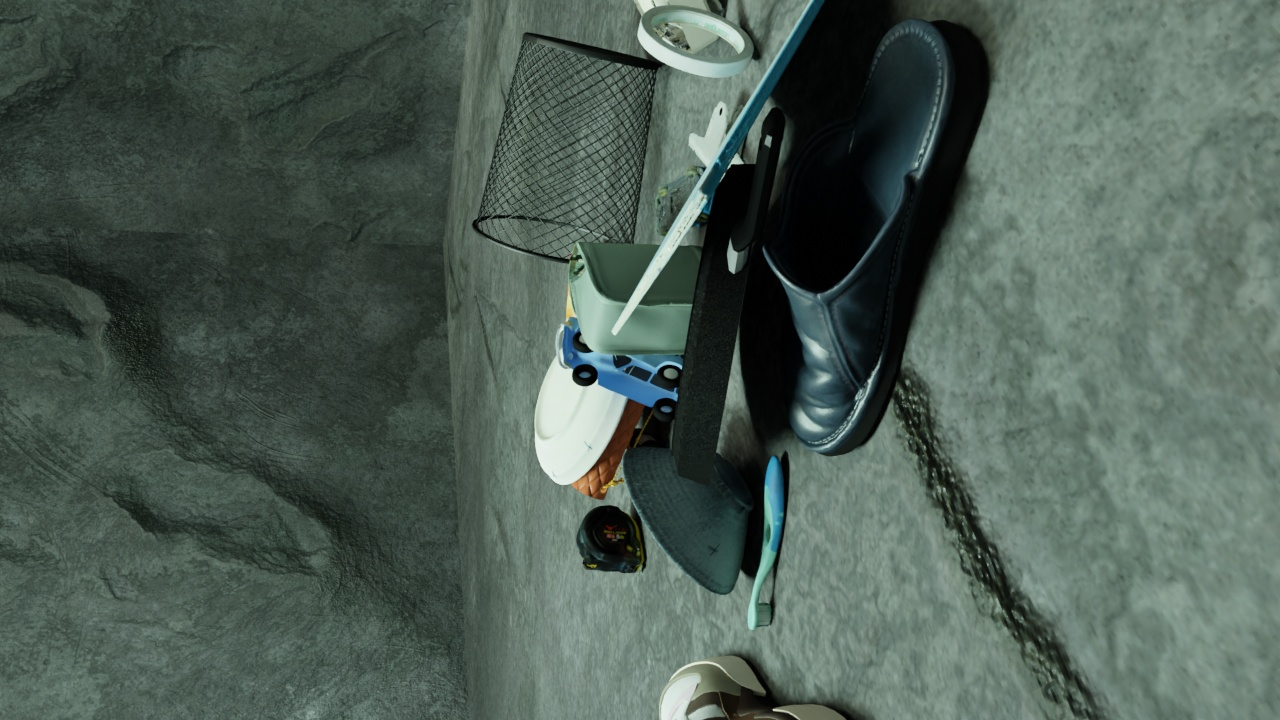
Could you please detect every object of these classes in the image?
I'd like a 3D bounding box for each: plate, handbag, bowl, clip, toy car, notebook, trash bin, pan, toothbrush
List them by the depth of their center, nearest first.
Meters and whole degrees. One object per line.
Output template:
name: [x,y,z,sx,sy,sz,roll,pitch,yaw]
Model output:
notebook: [0.062,-0.147,0.582,0.252,0.009,0.181,-60,3,-25]
pan: [0.054,-0.049,0.584,0.357,0.034,0.225,86,-165,-69]
toothbrush: [0.096,0.136,0.681,0.022,0.017,0.135,-148,62,-71]
bowl: [0.051,0.109,0.718,0.057,0.137,0.137,-39,37,15]
clip: [0.061,-0.183,0.758,0.101,0.052,0.060,-115,18,-54]
handbag: [0.006,-0.057,0.801,0.106,0.121,0.067,-110,25,-44]
toy car: [-0.005,0.005,0.826,0.054,0.153,0.056,-52,-23,-41]
toy car: [0.043,-0.141,0.830,0.105,0.032,0.048,164,107,-67]
plate: [-0.066,0.034,0.930,0.183,0.034,0.182,-45,33,40]
handbag: [-0.022,0.048,0.937,0.172,0.060,0.109,-66,20,3]
trash bin: [-0.073,-0.230,0.992,0.184,0.184,0.210,-125,44,-62]

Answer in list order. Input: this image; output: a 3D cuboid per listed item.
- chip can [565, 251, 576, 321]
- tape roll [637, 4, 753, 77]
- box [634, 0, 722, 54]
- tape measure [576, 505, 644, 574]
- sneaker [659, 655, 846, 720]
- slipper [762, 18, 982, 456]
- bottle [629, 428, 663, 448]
chip can: [-0.071,-0.030,1.167,0.052,0.051,0.215,-142,55,-69]
tape roll: [0.044,-0.255,0.729,0.013,0.093,0.093,109,156,-44]
box: [0.007,-0.369,0.813,0.184,0.044,0.143,58,180,-32]
tape measure: [-0.035,0.198,1.010,0.042,0.071,0.072,109,161,-55]
sneaker: [0.047,0.286,0.653,0.294,0.116,0.111,162,108,-72]
slipper: [0.107,-0.063,0.535,0.108,0.083,0.266,-116,30,-52]
bottle: [0.010,0.094,0.939,0.106,0.025,0.025,-143,56,-70]
